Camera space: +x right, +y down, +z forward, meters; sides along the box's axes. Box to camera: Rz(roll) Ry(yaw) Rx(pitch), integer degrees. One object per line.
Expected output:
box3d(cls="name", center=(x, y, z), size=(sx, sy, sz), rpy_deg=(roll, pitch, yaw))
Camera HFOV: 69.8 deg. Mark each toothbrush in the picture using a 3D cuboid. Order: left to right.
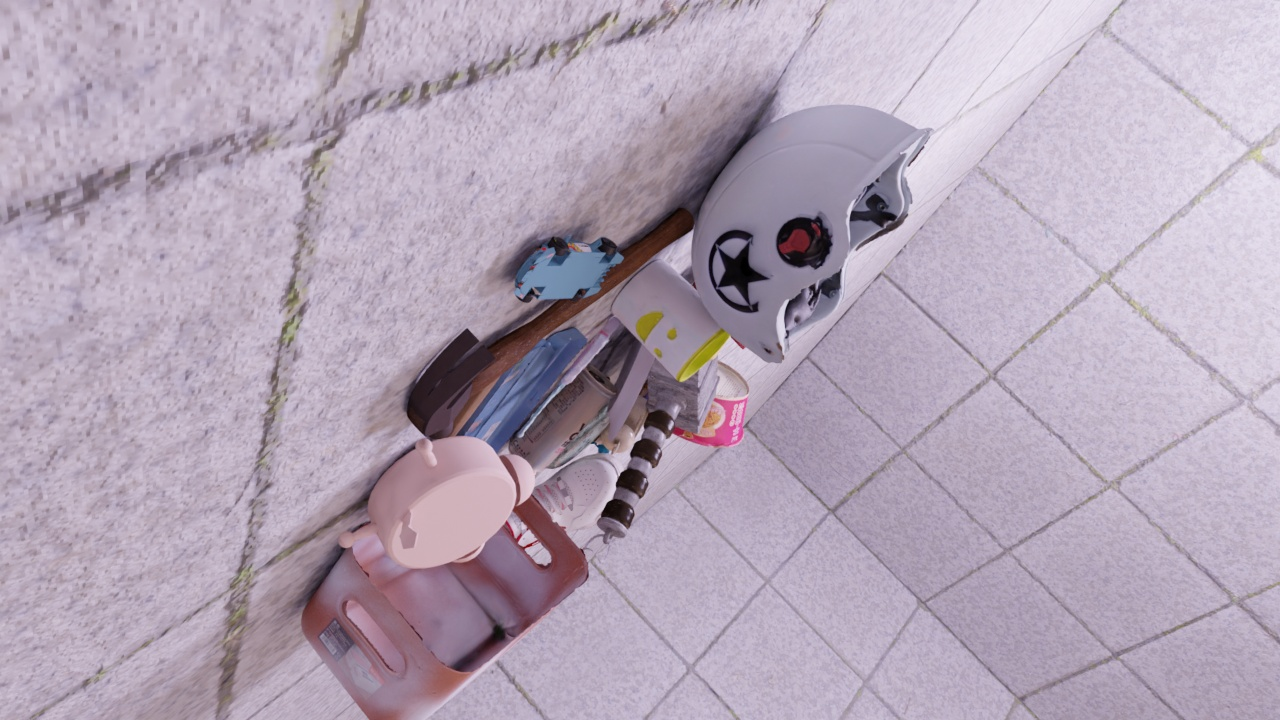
box3d(cls="toothbrush", center=(-0.177, 0.066, 0.852), size=(0.167, 0.016, 0.016), rpy_deg=(-51, 164, 23))

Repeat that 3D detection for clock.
box3d(cls="clock", center=(-0.177, 0.141, 0.855), size=(0.131, 0.086, 0.160), rpy_deg=(-48, 152, 12))
box3d(cls="clock", center=(-0.024, 0.094, 1.283), size=(0.093, 0.054, 0.140), rpy_deg=(-56, -171, 24))

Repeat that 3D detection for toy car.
box3d(cls="toy car", center=(-0.062, -0.075, 0.714), size=(0.060, 0.027, 0.107), rpy_deg=(-50, 158, 27))

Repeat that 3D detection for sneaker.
box3d(cls="sneaker", center=(-0.134, 0.197, 1.206), size=(0.237, 0.090, 0.104), rpy_deg=(-25, 171, 19))

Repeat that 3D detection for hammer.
box3d(cls="hammer", center=(-0.068, -0.044, 0.799), size=(0.322, 0.033, 0.116), rpy_deg=(-39, 170, -28))
box3d(cls="hammer", center=(0.011, 0.112, 1.165), size=(0.177, 0.079, 0.325), rpy_deg=(84, 28, -59))

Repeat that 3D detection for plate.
box3d(cls="plate", center=(-0.007, 0.007, 1.090), size=(0.188, 0.016, 0.188), rpy_deg=(-159, -88, -85))

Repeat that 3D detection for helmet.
box3d(cls="helmet", center=(0.149, -0.141, 0.882), size=(0.235, 0.164, 0.265), rpy_deg=(-38, 161, -51))

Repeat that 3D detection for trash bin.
box3d(cls="trash bin", center=(-0.208, 0.252, 0.993), size=(0.158, 0.181, 0.259), rpy_deg=(-49, 169, 29))

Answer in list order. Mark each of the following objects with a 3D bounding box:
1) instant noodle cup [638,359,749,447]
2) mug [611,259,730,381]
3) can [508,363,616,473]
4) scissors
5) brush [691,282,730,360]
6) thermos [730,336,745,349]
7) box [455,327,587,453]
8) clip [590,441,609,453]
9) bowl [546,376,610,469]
box3d(cls="instant noodle cup", center=(0.088, 0.049, 1.380), size=(0.178, 0.179, 0.078), rpy_deg=(-25, 142, -59))
box3d(cls="mug", center=(0.034, -0.043, 0.968), size=(0.082, 0.106, 0.083), rpy_deg=(-42, 168, -11))
box3d(cls="can", center=(-0.091, 0.067, 1.058), size=(0.136, 0.054, 0.054), rpy_deg=(-46, 169, 9))
box3d(cls="scissors", center=(-0.069, 0.011, 0.941), size=(0.170, 0.013, 0.173), rpy_deg=(-49, -176, -19))
box3d(cls="brush", center=(0.093, -0.065, 1.107), size=(0.173, 0.042, 0.082), rpy_deg=(-53, 143, -34))
box3d(cls="thermos", center=(0.204, -0.107, 1.371), size=(0.199, 0.084, 0.108), rpy_deg=(-43, -154, 5))
box3d(cls="box", center=(-0.141, 0.051, 0.916), size=(0.209, 0.021, 0.125), rpy_deg=(-51, 166, 27))
box3d(cls="clip", center=(-0.066, 0.109, 1.350), size=(0.120, 0.104, 0.027), rpy_deg=(-43, 175, -44))
box3d(cls="bowl", center=(-0.085, 0.089, 1.199), size=(0.157, 0.038, 0.157), rpy_deg=(-42, 169, -11))
